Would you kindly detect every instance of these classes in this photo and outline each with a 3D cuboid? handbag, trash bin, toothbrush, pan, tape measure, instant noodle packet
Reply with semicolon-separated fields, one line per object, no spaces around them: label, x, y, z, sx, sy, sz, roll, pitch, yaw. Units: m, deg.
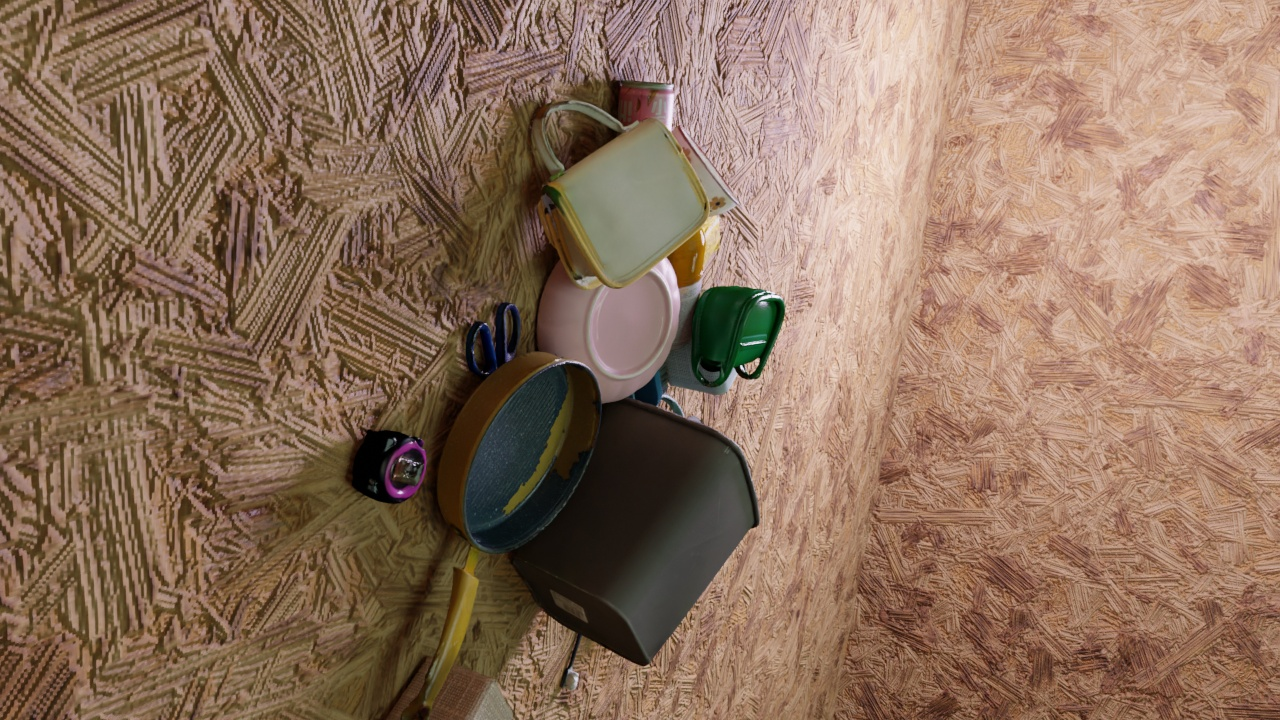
handbag;0.118;-0.030;1.103;0.131;0.068;0.120;-13;114;-59
trash bin;-0.009;0.190;1.017;0.219;0.199;0.199;-53;145;-27
toothbrush;-0.067;0.323;1.150;0.015;0.018;0.181;28;76;-61
handbag;-0.032;-0.173;0.881;0.163;0.063;0.179;-41;112;-32
pan;-0.136;0.158;0.841;0.356;0.078;0.198;-59;151;-14
tape measure;-0.197;0.084;0.726;0.058;0.039;0.057;28;76;-64
instant noodle packet;0.061;-0.154;1.145;0.128;0.044;0.111;-52;150;-38

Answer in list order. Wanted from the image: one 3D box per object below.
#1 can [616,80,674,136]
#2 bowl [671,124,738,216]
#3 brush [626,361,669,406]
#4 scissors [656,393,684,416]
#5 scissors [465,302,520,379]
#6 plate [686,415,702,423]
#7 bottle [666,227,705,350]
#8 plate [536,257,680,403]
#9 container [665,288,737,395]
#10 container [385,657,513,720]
can;0.002;-0.218;0.970;0.057;0.058;0.147;-29;127;-58
bowl;0.057;-0.208;1.062;0.062;0.113;0.113;-38;160;15
brush;-0.006;0.006;1.068;0.073;0.055;0.144;-55;148;-39
scissors;0.016;0.102;1.169;0.179;0.019;0.143;9;72;-61
scissors;-0.138;0.031;0.858;0.132;0.012;0.172;1;103;-66
plate;0.066;0.171;1.341;0.178;0.024;0.180;-39;137;-52
bottle;0.038;-0.101;1.062;0.067;0.068;0.190;-48;153;-46
plate;-0.022;-0.043;0.960;0.192;0.039;0.192;-16;114;-41
container;0.078;-0.030;1.194;0.089;0.090;0.111;-57;145;-36
container;-0.180;0.345;0.838;0.090;0.090;0.110;77;33;-43
